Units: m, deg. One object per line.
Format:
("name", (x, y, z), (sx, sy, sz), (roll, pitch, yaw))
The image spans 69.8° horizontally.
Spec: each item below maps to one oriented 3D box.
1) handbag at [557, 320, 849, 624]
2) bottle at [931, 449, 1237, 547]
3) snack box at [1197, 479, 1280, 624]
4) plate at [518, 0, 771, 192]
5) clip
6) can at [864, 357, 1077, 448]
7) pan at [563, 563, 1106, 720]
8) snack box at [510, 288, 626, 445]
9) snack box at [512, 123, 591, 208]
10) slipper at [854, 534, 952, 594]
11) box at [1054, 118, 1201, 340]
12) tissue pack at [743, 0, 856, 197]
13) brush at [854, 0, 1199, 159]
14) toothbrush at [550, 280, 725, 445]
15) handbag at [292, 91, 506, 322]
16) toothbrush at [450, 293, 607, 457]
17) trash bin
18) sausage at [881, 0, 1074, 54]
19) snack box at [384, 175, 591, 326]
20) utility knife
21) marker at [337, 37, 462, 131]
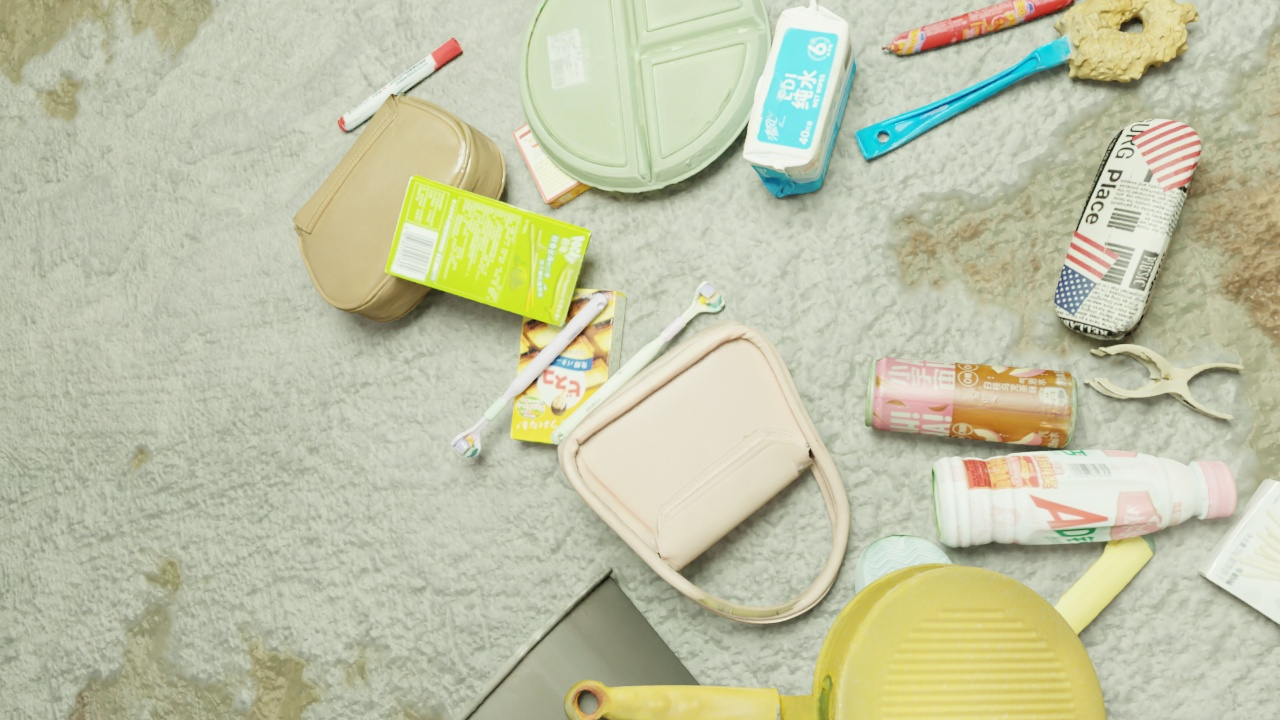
("handbag", (0.068, 0.104, 0.734), (0.193, 0.093, 0.234), (-37, 88, -2))
("bottle", (0.318, 0.099, 0.670), (0.197, 0.068, 0.068), (-5, 85, 13))
("snack box", (0.485, 0.160, 0.632), (0.157, 0.027, 0.085), (35, 97, 17))
("plate", (-0.004, -0.259, 0.785), (0.230, 0.027, 0.230), (-2, 84, 18))
("clip", (0.383, 0.003, 0.671), (0.104, 0.034, 0.076), (1, 87, 13))
("can", (0.248, 0.031, 0.698), (0.147, 0.058, 0.058), (5, 88, 18))
("pan", (0.131, 0.232, 0.608), (0.357, 0.078, 0.197), (5, 73, -10))
("snack box", (-0.064, 0.006, 0.813), (0.087, 0.033, 0.140), (5, 90, 18))
("snack box", (-0.032, -0.209, 0.819), (0.156, 0.027, 0.077), (-29, 79, 14))
("slipper", (0.218, 0.253, 0.680), (0.104, 0.074, 0.245), (-9, 65, -9))
("box", (0.350, -0.097, 0.666), (0.075, 0.076, 0.163), (21, 96, 23))
("tissue pack", (0.127, -0.206, 0.735), (0.063, 0.090, 0.140), (16, 92, 17))
("brush", (0.292, -0.221, 0.715), (0.255, 0.045, 0.083), (-22, 84, 19))
("toothbrush", (-0.005, 0.005, 0.777), (0.189, 0.020, 0.029), (-43, 106, -4))
("handbag", (-0.220, -0.139, 0.841), (0.205, 0.099, 0.148), (-48, 67, 9))
("toothbrush", (-0.095, 0.012, 0.795), (0.189, 0.029, 0.021), (-47, 37, 9))
("trash bin", (-0.030, 0.313, 0.708), (0.220, 0.198, 0.199), (43, 100, 8))
("sausage", (0.271, -0.270, 0.731), (0.156, 0.020, 0.020), (-13, 83, 17))
("snack box", (-0.127, -0.092, 0.773), (0.156, 0.026, 0.086), (16, 101, -5))
("utility knife", (0.313, 0.178, 0.662), (0.176, 0.019, 0.031), (-39, 79, -15))
("marker", (-0.235, -0.267, 0.893), (0.145, 0.017, 0.017), (-30, 78, 14))
